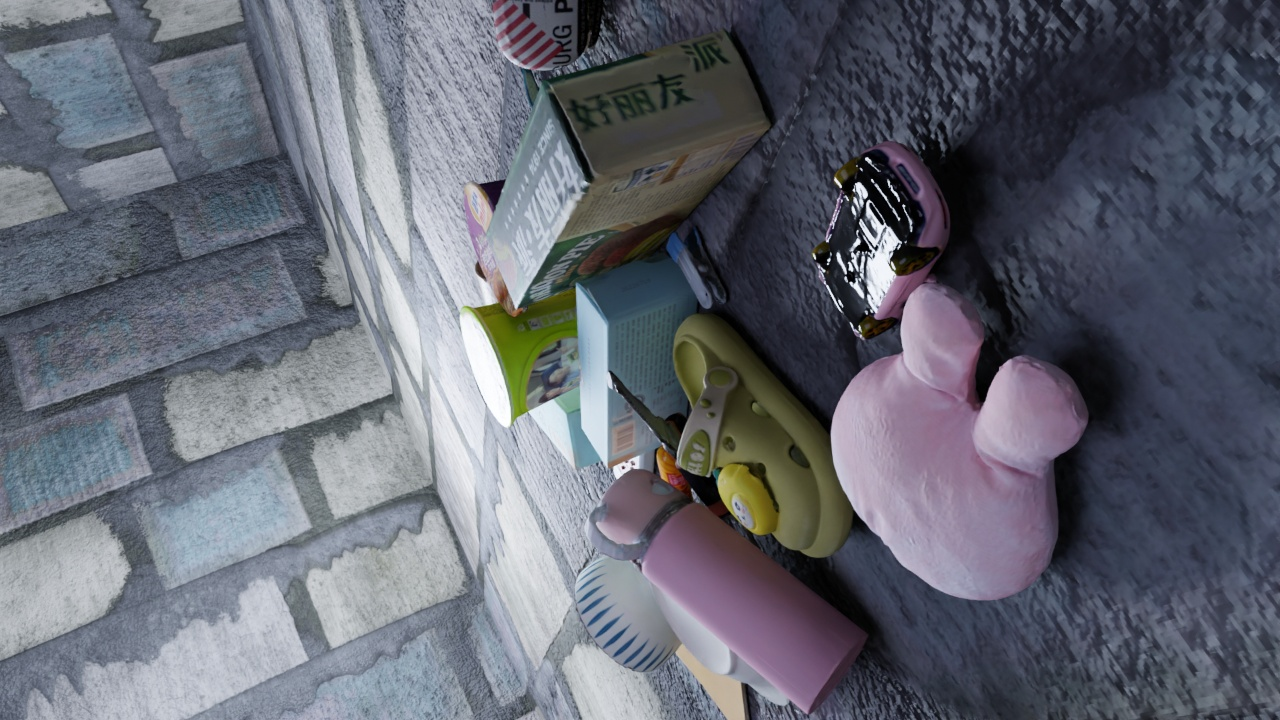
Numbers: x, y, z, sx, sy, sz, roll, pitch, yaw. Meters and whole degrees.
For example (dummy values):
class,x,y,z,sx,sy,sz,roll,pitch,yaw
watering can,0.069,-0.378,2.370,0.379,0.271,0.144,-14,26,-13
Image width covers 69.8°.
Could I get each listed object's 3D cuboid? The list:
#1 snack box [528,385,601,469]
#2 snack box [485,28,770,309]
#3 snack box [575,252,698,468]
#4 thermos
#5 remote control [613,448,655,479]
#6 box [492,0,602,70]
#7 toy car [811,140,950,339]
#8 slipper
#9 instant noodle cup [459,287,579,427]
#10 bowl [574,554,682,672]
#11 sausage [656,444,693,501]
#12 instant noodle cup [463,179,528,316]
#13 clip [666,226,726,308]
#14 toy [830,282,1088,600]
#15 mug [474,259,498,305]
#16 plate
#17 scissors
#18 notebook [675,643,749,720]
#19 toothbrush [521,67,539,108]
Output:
class,x,y,z,sx,sy,sz,roll,pitch,yaw
snack box,-0.088,0.037,0.983,0.175,0.051,0.074,42,146,49
snack box,-0.021,-0.107,0.579,0.063,0.114,0.240,66,160,4
snack box,-0.004,0.004,0.704,0.051,0.074,0.175,53,155,35
thermos,0.050,0.152,0.624,0.198,0.087,0.067,36,118,24
remote control,-0.007,0.086,0.873,0.056,0.020,0.136,53,154,34
box,-0.065,-0.263,0.576,0.076,0.087,0.163,36,142,30
toy car,0.110,-0.053,0.418,0.122,0.037,0.056,87,158,-69
slipper,0.058,0.052,0.590,0.190,0.081,0.092,57,160,35
instant noodle cup,-0.081,-0.014,0.813,0.111,0.123,0.112,50,152,40
bowl,0.002,0.226,0.866,0.066,0.116,0.116,-45,60,22
sausage,0.034,0.117,0.765,0.021,0.021,0.165,51,165,39
instant noodle cup,-0.078,-0.104,0.748,0.111,0.099,0.112,50,152,39
clip,0.039,-0.061,0.614,0.058,0.038,0.026,64,158,16
toy,0.139,0.040,0.409,0.121,0.054,0.160,48,153,28
mug,-0.112,-0.066,0.918,0.124,0.084,0.104,-98,0,-54
plate,0.051,0.196,0.737,0.164,0.034,0.164,30,141,49
scissors,0.018,0.046,0.644,0.209,0.015,0.185,58,-171,-22
notebook,0.059,0.258,0.897,0.148,0.008,0.208,40,146,52
toothbrush,-0.090,-0.219,0.783,0.018,0.016,0.192,-139,33,-70
